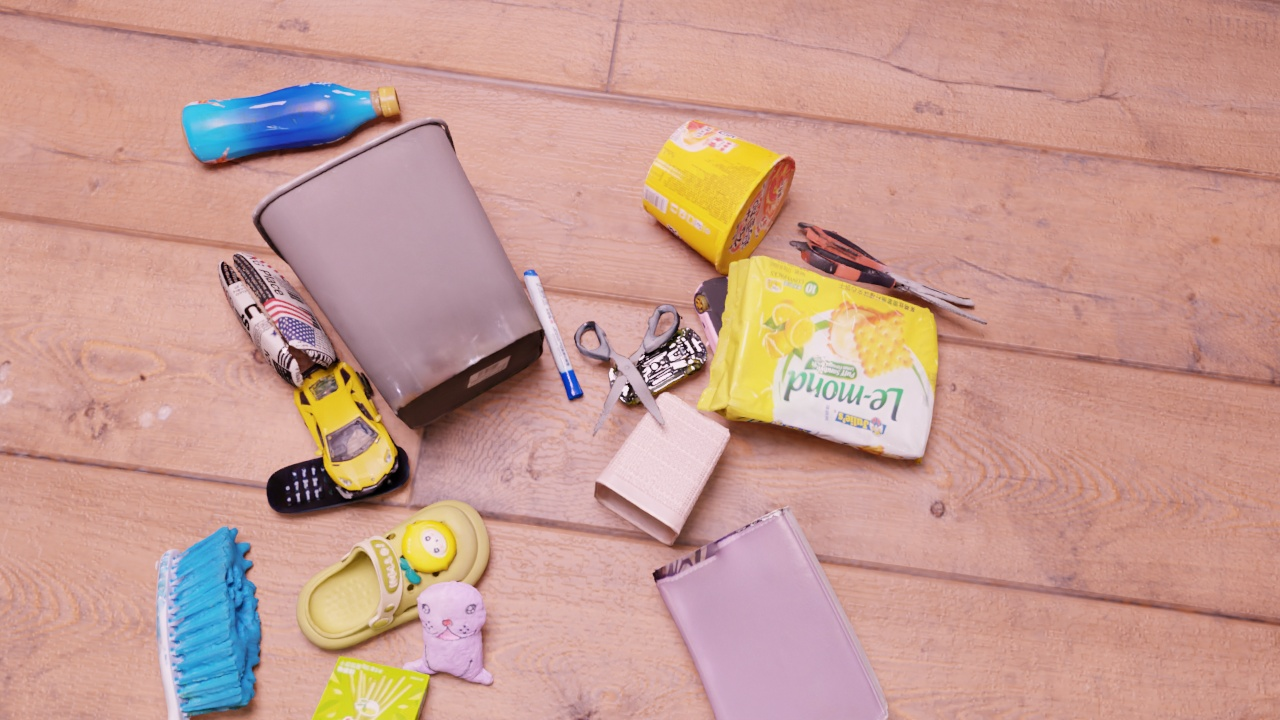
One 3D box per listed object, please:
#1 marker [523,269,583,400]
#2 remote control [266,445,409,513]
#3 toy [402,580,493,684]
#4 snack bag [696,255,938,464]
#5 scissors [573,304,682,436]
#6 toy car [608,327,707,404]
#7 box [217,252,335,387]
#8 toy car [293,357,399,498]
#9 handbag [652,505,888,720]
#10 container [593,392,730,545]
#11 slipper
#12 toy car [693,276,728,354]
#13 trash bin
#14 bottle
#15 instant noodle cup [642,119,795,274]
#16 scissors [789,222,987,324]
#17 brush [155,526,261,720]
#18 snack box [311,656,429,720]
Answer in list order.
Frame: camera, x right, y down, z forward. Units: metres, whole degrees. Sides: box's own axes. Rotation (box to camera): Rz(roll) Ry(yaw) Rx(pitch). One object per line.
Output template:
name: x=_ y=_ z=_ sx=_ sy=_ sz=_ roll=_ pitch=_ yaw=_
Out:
marker: x=-0.091 y=-0.028 z=0.945 sx=0.017 sy=0.017 sz=0.145 roll=-20 pitch=75 yaw=-8
remote control: x=-0.291 y=0.116 z=0.889 sx=0.136 sy=0.024 sz=0.053 roll=-12 pitch=68 yaw=-6
toy: x=-0.174 y=0.245 z=0.831 sx=0.084 sy=0.038 sz=0.108 roll=5 pitch=114 yaw=-1
snack bag: x=0.181 y=0.002 z=0.900 sx=0.246 sy=0.068 sz=0.158 roll=15 pitch=75 yaw=-17
scissors: x=-0.010 y=0.004 z=0.894 sx=0.159 sy=0.014 sz=0.181 roll=-38 pitch=46 yaw=-16
toy car: x=0.018 y=0.008 z=0.931 sx=0.105 sy=0.032 sz=0.048 roll=-29 pitch=76 yaw=-2
box: x=-0.354 y=-0.052 z=0.904 sx=0.080 sy=0.075 sz=0.163 roll=-31 pitch=61 yaw=-19
toy car: x=-0.282 y=0.062 z=0.881 sx=0.071 sy=0.041 sz=0.156 roll=-30 pitch=56 yaw=-10
handbag: x=0.114 y=0.250 z=0.826 sx=0.145 sy=0.098 sz=0.197 roll=-27 pitch=76 yaw=7
container: x=0.023 y=0.101 z=0.874 sx=0.090 sy=0.090 sz=0.110 roll=32 pitch=71 yaw=8
slipper: x=-0.228 y=0.199 z=0.839 sx=0.190 sy=0.082 sz=0.091 roll=-29 pitch=79 yaw=-8
toy car: x=0.094 y=-0.028 z=0.939 sx=0.056 sy=0.037 sz=0.122 roll=-15 pitch=73 yaw=-21
trash bin: x=-0.210 y=-0.072 z=0.870 sx=0.198 sy=0.199 sz=0.219 roll=-32 pitch=83 yaw=-11
bottle: x=-0.368 y=-0.259 z=0.979 sx=0.218 sy=0.065 sz=0.065 roll=-11 pitch=74 yaw=-5
instant noodle cup: x=0.076 y=-0.173 z=0.941 sx=0.110 sy=0.138 sz=0.137 roll=34 pitch=74 yaw=17
scissors: x=0.248 y=-0.090 z=0.945 sx=0.221 sy=0.189 sz=0.015 roll=41 pitch=120 yaw=32
brush: x=-0.393 y=0.311 z=0.806 sx=0.109 sy=0.060 sz=0.314 roll=-13 pitch=70 yaw=0
snack box: x=-0.242 y=0.330 z=0.777 sx=0.086 sy=0.026 sz=0.156 roll=13 pitch=35 yaw=-2
